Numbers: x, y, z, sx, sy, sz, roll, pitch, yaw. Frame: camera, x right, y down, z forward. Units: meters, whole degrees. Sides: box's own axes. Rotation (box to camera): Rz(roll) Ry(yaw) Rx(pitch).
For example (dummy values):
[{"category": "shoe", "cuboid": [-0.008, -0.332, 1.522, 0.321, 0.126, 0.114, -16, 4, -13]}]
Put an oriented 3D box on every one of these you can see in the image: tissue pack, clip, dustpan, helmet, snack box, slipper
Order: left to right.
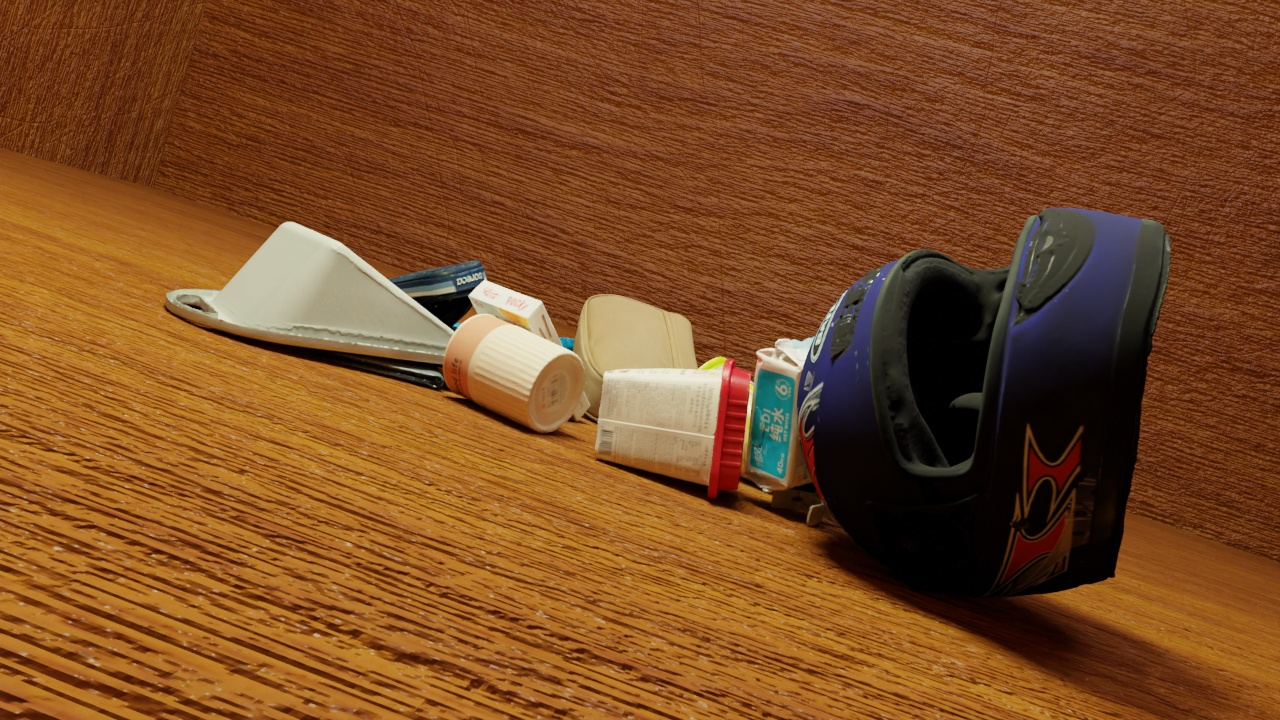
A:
[{"category": "dustpan", "cuboid": [-0.312, -0.034, 0.908, 0.257, 0.142, 0.223, 44, -13, -36]}, {"category": "slipper", "cuboid": [-0.280, -0.080, 1.248, 0.104, 0.095, 0.253, -16, 6, -38]}, {"category": "snack box", "cuboid": [-0.110, -0.007, 0.930, 0.085, 0.026, 0.157, 21, -32, 35]}, {"category": "tissue pack", "cuboid": [0.142, 0.046, 0.816, 0.089, 0.140, 0.063, -8, 18, -40]}, {"category": "clip", "cuboid": [0.167, 0.131, 0.836, 0.100, 0.035, 0.074, 9, 10, -43]}, {"category": "helmet", "cuboid": [0.236, 0.030, 0.677, 0.241, 0.246, 0.316, 8, -40, 26]}]

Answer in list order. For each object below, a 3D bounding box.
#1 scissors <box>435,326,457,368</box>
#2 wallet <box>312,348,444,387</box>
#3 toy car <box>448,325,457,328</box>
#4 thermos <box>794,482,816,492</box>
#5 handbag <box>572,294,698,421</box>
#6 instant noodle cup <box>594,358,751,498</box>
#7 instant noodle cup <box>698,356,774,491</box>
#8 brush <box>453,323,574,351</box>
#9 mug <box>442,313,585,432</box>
[{"category": "scissors", "cuboid": [-0.252, -0.042, 1.118, 0.139, 0.022, 0.235, 3, 25, -25]}, {"category": "wallet", "cuboid": [-0.254, -0.002, 0.887, 0.120, 0.019, 0.097, 14, 4, -20]}, {"category": "toy car", "cuboid": [-0.254, -0.027, 1.158, 0.049, 0.031, 0.105, 9, 9, -17]}, {"category": "thermos", "cuboid": [0.141, 0.091, 1.046, 0.089, 0.068, 0.243, -3, 18, -45]}, {"category": "handbag", "cuboid": [-0.006, 0.006, 1.070, 0.147, 0.100, 0.204, 9, 33, -9]}, {"category": "instant noodle cup", "cuboid": [0.030, 0.052, 0.800, 0.124, 0.116, 0.116, 7, 2, 7]}, {"category": "instant noodle cup", "cuboid": [0.109, 0.072, 0.945, 0.123, 0.112, 0.111, 29, 9, 31]}, {"category": "brush", "cuboid": [-0.184, -0.023, 1.380, 0.314, 0.060, 0.110, 13, 0, -35]}, {"category": "mug", "cuboid": [-0.111, 0.021, 0.853, 0.106, 0.081, 0.114, 22, -25, 32]}]
